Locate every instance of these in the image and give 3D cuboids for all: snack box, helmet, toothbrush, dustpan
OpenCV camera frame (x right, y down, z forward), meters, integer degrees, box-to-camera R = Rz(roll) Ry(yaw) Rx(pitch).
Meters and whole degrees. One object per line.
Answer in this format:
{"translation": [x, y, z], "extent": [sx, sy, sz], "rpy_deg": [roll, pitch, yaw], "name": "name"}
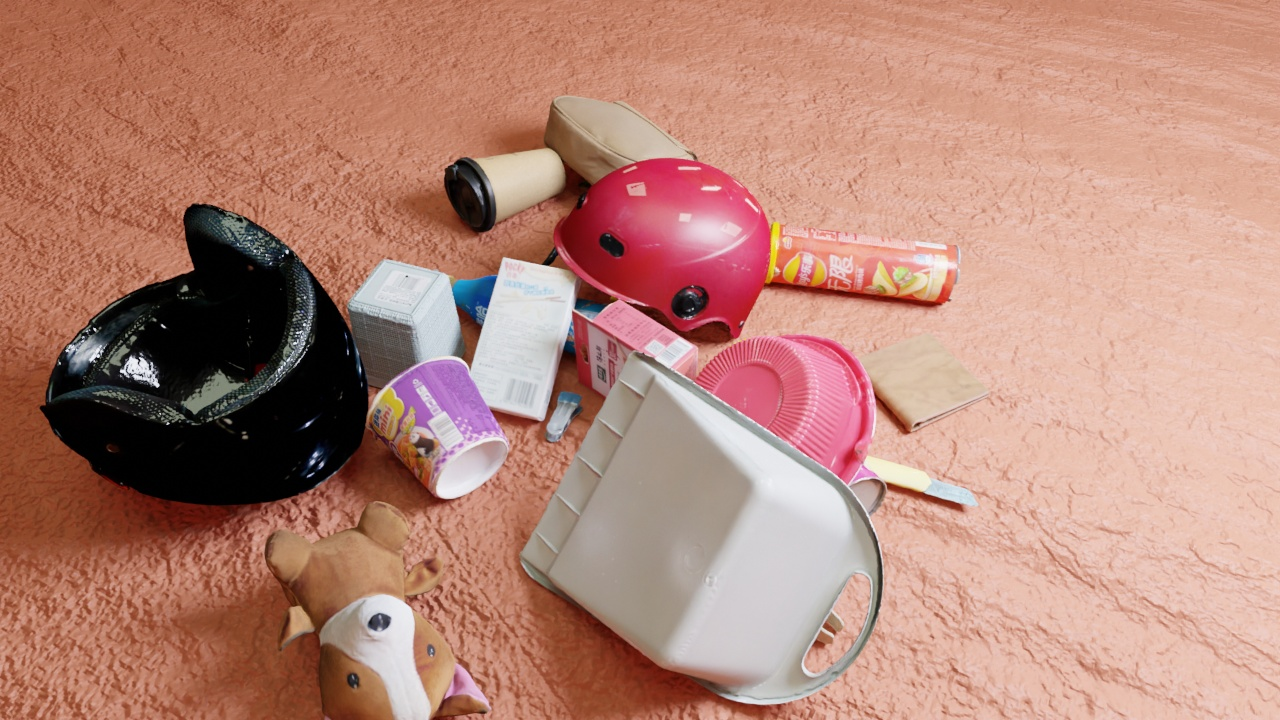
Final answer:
{"translation": [-0.121, -0.023, 0.944], "extent": [0.085, 0.027, 0.156], "rpy_deg": [13, 80, 12], "name": "snack box"}
{"translation": [0.039, -0.142, 0.987], "extent": [0.239, 0.144, 0.207], "rpy_deg": [9, 36, -39], "name": "helmet"}
{"translation": [-0.382, 0.016, 0.820], "extent": [0.275, 0.230, 0.232], "rpy_deg": [-2, 50, 27], "name": "helmet"}
{"translation": [-0.093, -0.134, 1.079], "extent": [0.016, 0.014, 0.189], "rpy_deg": [25, 68, 20], "name": "toothbrush"}
{"translation": [0.059, 0.153, 0.761], "extent": [0.258, 0.142, 0.223], "rpy_deg": [33, 96, 50], "name": "dustpan"}
{"translation": [-0.005, 0.005, 0.916], "extent": [0.127, 0.113, 0.044], "rpy_deg": [33, 57, 26], "name": "snack box"}

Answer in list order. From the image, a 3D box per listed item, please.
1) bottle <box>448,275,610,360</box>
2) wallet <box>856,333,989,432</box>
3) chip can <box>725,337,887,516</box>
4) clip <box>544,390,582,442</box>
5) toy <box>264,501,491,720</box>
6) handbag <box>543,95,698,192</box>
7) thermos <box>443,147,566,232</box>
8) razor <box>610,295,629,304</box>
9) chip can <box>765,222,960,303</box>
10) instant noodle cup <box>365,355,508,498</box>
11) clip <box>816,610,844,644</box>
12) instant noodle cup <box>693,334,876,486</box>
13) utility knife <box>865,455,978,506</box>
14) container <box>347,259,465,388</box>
{"translation": [-0.127, -0.053, 1.002], "extent": [0.219, 0.065, 0.065], "rpy_deg": [15, 48, 14], "name": "bottle"}
{"translation": [0.298, 0.020, 0.978], "extent": [0.115, 0.020, 0.101], "rpy_deg": [-20, 52, -23], "name": "wallet"}
{"translation": [0.146, 0.066, 0.876], "extent": [0.071, 0.071, 0.210], "rpy_deg": [-17, 43, -17], "name": "chip can"}
{"translation": [-0.079, 0.058, 0.931], "extent": [0.026, 0.039, 0.058], "rpy_deg": [16, 47, 11], "name": "clip"}
{"translation": [-0.210, 0.209, 0.722], "extent": [0.140, 0.131, 0.199], "rpy_deg": [-16, 59, -24], "name": "toy"}
{"translation": [-0.029, -0.266, 1.183], "extent": [0.147, 0.100, 0.204], "rpy_deg": [-14, 46, -38], "name": "handbag"}
{"translation": [-0.167, -0.219, 1.144], "extent": [0.143, 0.093, 0.093], "rpy_deg": [-26, 53, -33], "name": "thermos"}
{"translation": [-0.015, -0.076, 1.016], "extent": [0.043, 0.028, 0.132], "rpy_deg": [17, 15, 5], "name": "razor"}
{"translation": [0.254, -0.113, 1.065], "extent": [0.216, 0.073, 0.073], "rpy_deg": [7, 47, 5], "name": "chip can"}
{"translation": [-0.184, 0.069, 0.864], "extent": [0.111, 0.112, 0.099], "rpy_deg": [-30, 64, -26], "name": "instant noodle cup"}
{"translation": [0.132, 0.193, 0.800], "extent": [0.103, 0.035, 0.092], "rpy_deg": [18, 50, 9], "name": "clip"}
{"translation": [0.107, 0.049, 0.821], "extent": [0.194, 0.066, 0.193], "rpy_deg": [-21, 53, 30], "name": "instant noodle cup"}
{"translation": [0.228, 0.106, 0.893], "extent": [0.196, 0.020, 0.030], "rpy_deg": [12, 49, 19], "name": "utility knife"}
{"translation": [-0.242, -0.035, 0.947], "extent": [0.090, 0.112, 0.089], "rpy_deg": [14, 48, 11], "name": "container"}
